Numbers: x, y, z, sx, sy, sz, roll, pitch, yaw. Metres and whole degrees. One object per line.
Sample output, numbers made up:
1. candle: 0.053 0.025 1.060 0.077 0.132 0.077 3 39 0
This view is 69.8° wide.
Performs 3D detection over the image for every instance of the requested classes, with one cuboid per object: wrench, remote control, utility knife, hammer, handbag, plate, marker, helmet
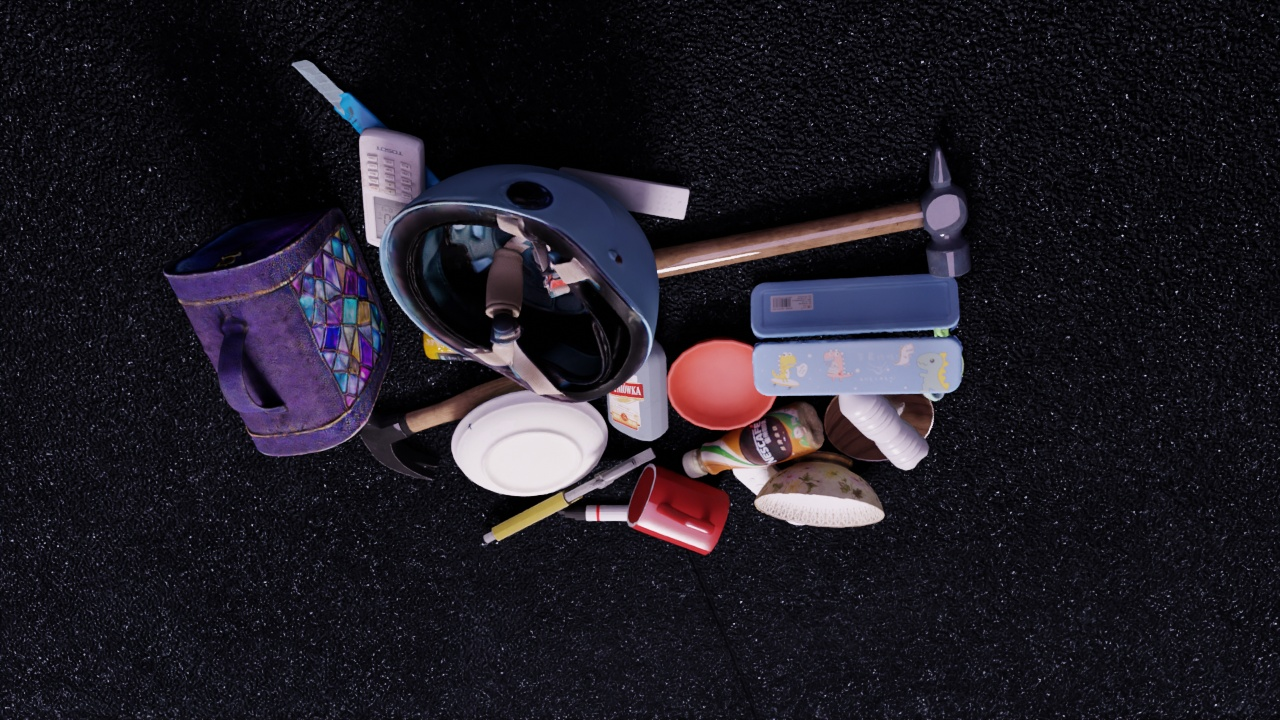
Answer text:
1. wrench: -0.095 0.171 1.128 0.274 0.083 0.018 -30 86 31
2. remote control: 0.165 0.156 1.119 0.043 0.013 0.136 -37 114 26
3. utility knife: -0.257 -0.217 0.896 0.031 0.015 0.198 -35 114 24
4. remote control: -0.018 -0.167 0.911 0.131 0.012 0.033 9 127 -2
5. hammer: -0.183 0.051 1.063 0.306 0.040 0.132 -17 118 15
6. handbag: -0.352 -0.031 0.906 0.125 0.221 0.205 -7 123 9
7. plate: -0.126 0.107 1.066 0.182 0.034 0.183 -6 137 -6
8. marker: -0.032 0.192 1.156 0.146 0.019 0.019 -1 124 5
9. helmet: -0.107 -0.087 0.878 0.265 0.166 0.226 22 137 -6
10. hammer: 0.156 -0.124 0.912 0.322 0.040 0.129 -9 114 13
11. remote control: -0.243 -0.166 0.909 0.060 0.025 0.139 13 135 2

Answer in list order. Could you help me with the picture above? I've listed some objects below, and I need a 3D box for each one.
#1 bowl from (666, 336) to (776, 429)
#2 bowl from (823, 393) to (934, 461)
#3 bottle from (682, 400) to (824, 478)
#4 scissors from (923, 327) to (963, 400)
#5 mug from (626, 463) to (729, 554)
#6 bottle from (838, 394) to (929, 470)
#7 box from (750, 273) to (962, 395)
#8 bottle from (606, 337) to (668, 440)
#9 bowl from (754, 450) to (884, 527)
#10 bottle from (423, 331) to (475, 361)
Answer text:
1. bowl: 0.090 0.019 1.017 0.122 0.035 0.122 2 125 3
2. bowl: 0.266 0.058 1.031 0.119 0.032 0.119 2 125 3
3. bottle: 0.125 0.098 1.057 0.167 0.059 0.059 -22 120 29
4. scissors: 0.315 -0.038 0.964 0.065 0.033 0.174 -25 123 -24
5. mug: 0.047 0.178 1.081 0.096 0.116 0.080 22 88 -11
6. bottle: 0.255 0.063 0.988 0.044 0.044 0.136 -37 114 25
7. box: 0.217 -0.024 0.932 0.209 0.039 0.126 -2 90 14
8. bottle: -0.006 0.006 0.998 0.072 0.046 0.161 24 130 36
9. bowl: 0.208 0.145 1.060 0.145 0.063 0.145 8 157 3
10. bottle: -0.138 -0.024 0.996 0.186 0.053 0.053 3 125 2
